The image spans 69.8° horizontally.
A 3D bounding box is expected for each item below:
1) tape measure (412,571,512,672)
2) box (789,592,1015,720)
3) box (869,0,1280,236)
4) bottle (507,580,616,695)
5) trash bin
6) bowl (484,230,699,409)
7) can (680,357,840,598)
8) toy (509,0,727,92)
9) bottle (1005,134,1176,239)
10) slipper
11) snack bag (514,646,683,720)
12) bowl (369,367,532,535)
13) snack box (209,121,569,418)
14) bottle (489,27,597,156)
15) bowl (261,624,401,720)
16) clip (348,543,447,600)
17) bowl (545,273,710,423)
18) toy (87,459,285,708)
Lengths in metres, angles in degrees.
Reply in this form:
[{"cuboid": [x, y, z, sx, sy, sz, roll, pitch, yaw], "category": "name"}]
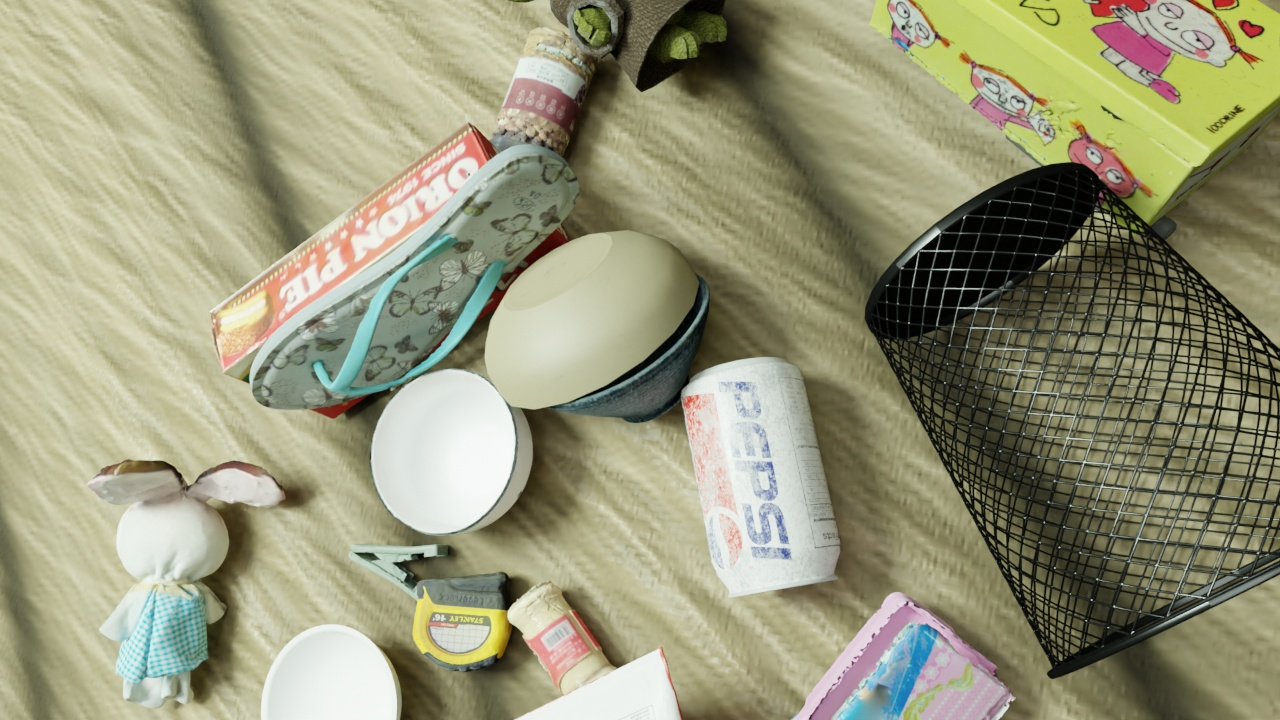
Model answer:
[{"cuboid": [-0.121, 0.180, 0.631, 0.065, 0.037, 0.064, -5, 76, 0], "category": "tape measure"}, {"cuboid": [0.112, 0.248, 0.523, 0.084, 0.053, 0.230, 38, 92, 7], "category": "box"}, {"cuboid": [0.256, -0.191, 0.539, 0.124, 0.081, 0.221, -33, 69, -17], "category": "box"}, {"cuboid": [-0.043, 0.197, 0.600, 0.044, 0.044, 0.109, -43, 68, 6], "category": "bottle"}, {"cuboid": [0.233, 0.023, 0.475, 0.184, 0.184, 0.210, -32, 64, 10], "category": "trash bin"}, {"cuboid": [-0.041, -0.038, 0.596, 0.152, 0.050, 0.152, -25, 27, 14], "category": "bowl"}, {"cuboid": [0.074, 0.072, 0.567, 0.078, 0.078, 0.136, -14, 74, 16], "category": "can"}, {"cuboid": [-0.011, -0.262, 0.649, 0.153, 0.078, 0.178, 42, 53, 10], "category": "toy"}, {"cuboid": [0.278, -0.114, 0.561, 0.030, 0.030, 0.113, -44, 69, 6], "category": "bottle"}, {"cuboid": [-0.142, -0.033, 0.608, 0.269, 0.098, 0.054, -37, 58, 12], "category": "slipper"}, {"cuboid": [-0.007, 0.258, 0.530, 0.131, 0.039, 0.144, -36, 68, 28], "category": "snack bag"}, {"cuboid": [-0.125, 0.067, 0.645, 0.113, 0.063, 0.113, -4, 77, 19], "category": "bowl"}, {"cuboid": [-0.176, -0.056, 0.658, 0.236, 0.113, 0.060, -33, 60, 10], "category": "snack box"}, {"cuboid": [-0.074, -0.187, 0.685, 0.056, 0.056, 0.105, 17, 84, 21], "category": "bottle"}, {"cuboid": [-0.209, 0.242, 0.648, 0.110, 0.040, 0.109, -4, 77, 18], "category": "bowl"}, {"cuboid": [-0.179, 0.147, 0.669, 0.076, 0.023, 0.059, 11, 81, 19], "category": "clip"}, {"cuboid": [-0.004, 0.004, 0.609, 0.137, 0.057, 0.136, -26, 27, 14], "category": "bowl"}, {"cuboid": [-0.354, 0.166, 0.704, 0.106, 0.131, 0.205, 19, 102, 59], "category": "toy"}]
